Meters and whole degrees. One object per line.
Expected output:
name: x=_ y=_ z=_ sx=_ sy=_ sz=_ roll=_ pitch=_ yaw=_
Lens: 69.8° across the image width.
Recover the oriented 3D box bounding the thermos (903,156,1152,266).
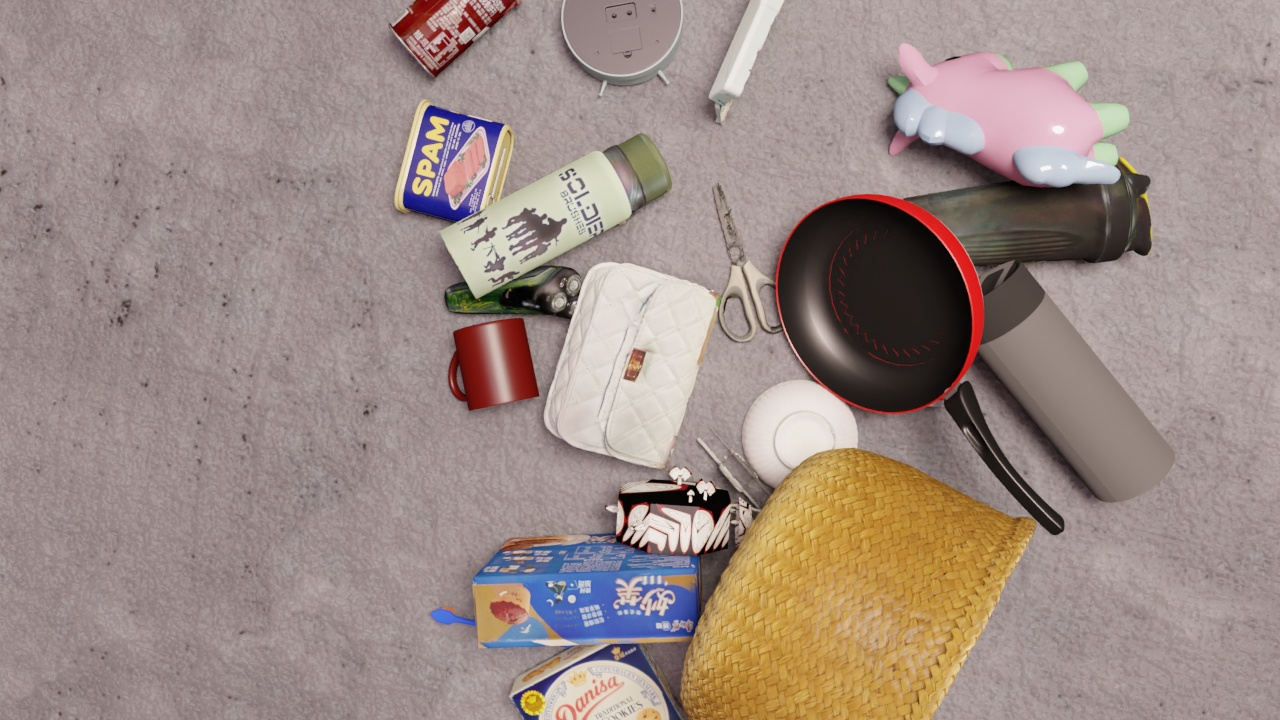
thermos: x=0.368 y=-0.136 z=0.884 sx=0.221 sy=0.098 sz=0.098 roll=-5 pitch=90 yaw=10

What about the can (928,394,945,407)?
can: x=0.286 y=-0.004 z=0.910 sx=0.054 sy=0.054 sz=0.096 roll=3 pitch=91 yaw=5

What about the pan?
pan: x=0.263 y=0.002 z=0.836 sx=0.067 sy=0.209 sz=0.356 roll=-26 pitch=69 yaw=-38

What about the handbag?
handbag: x=-0.005 y=0.005 z=0.914 sx=0.138 sy=0.072 sz=0.195 roll=16 pitch=94 yaw=-21

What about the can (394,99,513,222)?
can: x=-0.190 y=-0.199 z=0.948 sx=0.092 sy=0.056 sz=0.116 roll=15 pitch=92 yaw=3

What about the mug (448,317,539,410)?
mug: x=-0.160 y=0.007 z=0.947 sx=0.106 sy=0.073 sz=0.082 roll=-12 pitch=89 yaw=34

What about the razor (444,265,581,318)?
razor: x=-0.131 y=-0.066 z=0.940 sx=0.151 sy=0.067 sz=0.054 roll=-3 pitch=110 yaw=10

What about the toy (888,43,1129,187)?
toy: x=0.332 y=-0.219 z=0.847 sx=0.171 sy=0.120 sz=0.221 roll=-11 pitch=45 yaw=-2

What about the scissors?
scissors: x=0.092 y=-0.097 z=0.944 sx=0.121 sy=0.012 sz=0.171 roll=-44 pitch=90 yaw=2

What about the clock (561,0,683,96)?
clock: x=-0.019 y=-0.358 z=0.937 sx=0.122 sy=0.045 sz=0.159 roll=-9 pitch=89 yaw=5

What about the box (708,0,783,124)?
box: x=0.116 y=-0.333 z=0.879 sx=0.041 sy=0.134 sz=0.197 roll=25 pitch=93 yaw=-6

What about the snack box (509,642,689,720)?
snack box: x=-0.038 y=0.363 z=0.944 sx=0.144 sy=0.042 sz=0.145 roll=-30 pitch=94 yaw=5

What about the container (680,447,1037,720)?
container: x=0.177 y=0.225 z=0.794 sx=0.196 sy=0.306 sz=0.307 roll=30 pitch=93 yaw=21

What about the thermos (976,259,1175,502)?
thermos: x=0.394 y=0.018 z=0.868 sx=0.082 sy=0.082 sz=0.240 roll=-41 pitch=96 yaw=4

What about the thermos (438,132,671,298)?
thermos: x=-0.079 y=-0.146 z=0.916 sx=0.231 sy=0.082 sz=0.082 roll=-29 pitch=88 yaw=-7

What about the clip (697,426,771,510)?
clip: x=0.104 y=0.106 z=0.928 sx=0.050 sy=0.058 sz=0.102 roll=-42 pitch=88 yaw=-9

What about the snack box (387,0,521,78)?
snack box: x=-0.190 y=-0.355 z=0.939 sx=0.121 sy=0.072 sz=0.072 roll=-40 pitch=87 yaw=5

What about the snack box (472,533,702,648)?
snack box: x=-0.043 y=0.217 z=0.890 sx=0.203 sy=0.155 sz=0.069 roll=-3 pitch=93 yaw=5

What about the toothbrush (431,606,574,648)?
toothbrush: x=-0.132 y=0.284 z=0.971 sx=0.182 sy=0.018 sz=0.016 roll=10 pitch=95 yaw=2

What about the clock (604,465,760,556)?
clock: x=0.051 y=0.142 z=0.894 sx=0.154 sy=0.115 sz=0.065 roll=1 pitch=95 yaw=-20

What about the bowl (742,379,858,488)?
bowl: x=0.161 y=0.079 z=0.917 sx=0.118 sy=0.062 sz=0.118 roll=0 pitch=91 yaw=5
